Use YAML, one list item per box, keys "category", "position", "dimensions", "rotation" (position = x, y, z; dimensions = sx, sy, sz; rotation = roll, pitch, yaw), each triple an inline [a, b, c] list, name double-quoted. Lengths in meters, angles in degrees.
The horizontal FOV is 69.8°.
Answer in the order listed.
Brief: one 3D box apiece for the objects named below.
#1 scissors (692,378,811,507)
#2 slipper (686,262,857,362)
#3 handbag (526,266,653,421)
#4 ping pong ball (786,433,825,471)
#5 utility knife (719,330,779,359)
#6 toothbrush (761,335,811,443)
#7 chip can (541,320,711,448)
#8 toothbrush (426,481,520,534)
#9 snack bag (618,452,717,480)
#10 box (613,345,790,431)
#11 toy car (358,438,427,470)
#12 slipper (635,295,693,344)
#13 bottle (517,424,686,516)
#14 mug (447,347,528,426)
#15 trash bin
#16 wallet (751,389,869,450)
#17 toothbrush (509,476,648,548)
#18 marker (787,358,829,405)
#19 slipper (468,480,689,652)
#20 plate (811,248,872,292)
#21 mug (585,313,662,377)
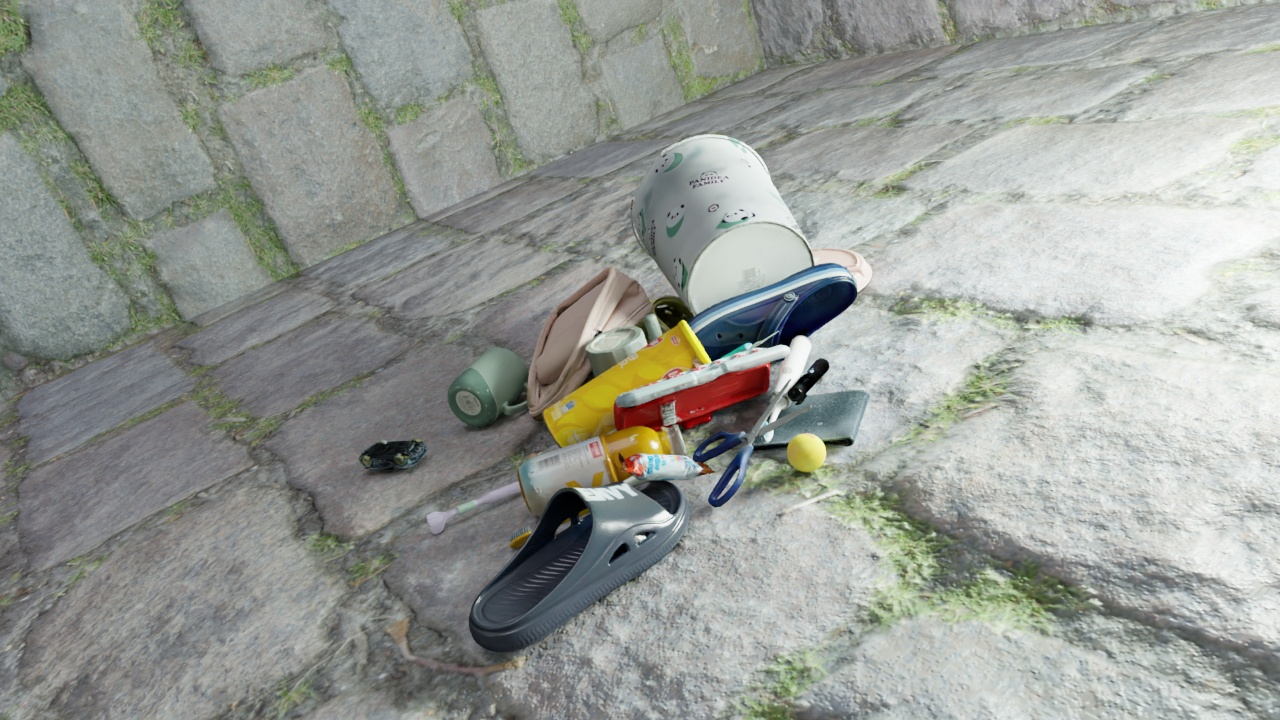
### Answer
- category: "scissors"
  position: [0.113, 0.089, 0.990]
  dimensions: [0.176, 0.012, 0.162]
  rotation: [-25, 29, 47]
- category: "slipper"
  position: [0.175, -0.041, 1.215]
  dimensions: [0.253, 0.105, 0.095]
  rotation: [-24, 49, 1]
- category: "handbag"
  position: [-0.094, -0.010, 1.310]
  dimensions: [0.194, 0.093, 0.233]
  rotation: [-34, 21, 47]
- category: "ping pong ball"
  position: [0.173, 0.096, 0.959]
  dimensions: [0.040, 0.040, 0.040]
  rotation: [-16, 23, 7]
- category: "utility knife"
  position: [0.105, 0.004, 1.154]
  dimensions: [0.192, 0.018, 0.034]
  rotation: [-34, -9, 40]
- category: "toothbrush"
  position: [0.170, 0.033, 1.085]
  dimensions: [0.027, 0.026, 0.220]
  rotation: [-16, 22, 29]
- category: "chip can"
  position: [-0.016, 0.035, 1.138]
  dimensions: [0.213, 0.072, 0.072]
  rotation: [-32, 21, 8]
- category: "toothbrush"
  position: [-0.164, 0.161, 1.105]
  dimensions: [0.189, 0.021, 0.029]
  rotation: [-21, 61, -11]
- category: "snack bag"
  position: [0.026, 0.114, 0.978]
  dimensions: [0.105, 0.026, 0.045]
  rotation: [4, 5, -16]
- category: "box"
  position: [0.067, 0.031, 1.073]
  dimensions: [0.201, 0.060, 0.161]
  rotation: [-18, -20, -12]
- category: "toy car"
  position: [-0.348, 0.134, 1.290]
  dimensions: [0.106, 0.031, 0.048]
  rotation: [-4, 26, 29]
- category: "slipper"
  position: [0.045, -0.061, 1.374]
  dimensions: [0.091, 0.082, 0.191]
  rotation: [-30, 27, -32]
- category: "bottle"
  position: [-0.042, 0.119, 1.038]
  dimensions: [0.189, 0.068, 0.068]
  rotation: [-18, 22, -1]
- category: "mug"
  position: [-0.212, 0.046, 1.340]
  dimensions: [0.112, 0.082, 0.106]
  rotation: [23, 36, 12]
- category: "trash bin"
  position: [0.123, -0.173, 1.334]
  dimensions: [0.229, 0.230, 0.251]
  rotation: [-19, 37, -1]
- category: "wallet"
  position: [0.192, 0.069, 1.039]
  dimensions: [0.121, 0.019, 0.097]
  rotation: [-8, 25, 30]
- category: "toothbrush"
  position: [-0.058, 0.157, 1.006]
  dimensions: [0.191, 0.016, 0.018]
  rotation: [-27, 41, -2]
- category: "marker"
  position: [0.202, 0.024, 1.095]
  dimensions: [0.020, 0.022, 0.131]
  rotation: [-22, 5, 28]
- category: "slipper"
  position: [-0.057, 0.176, 0.896]
  dimensions: [0.267, 0.083, 0.111]
  rotation: [-32, 27, -35]
- category: "plate"
  position: [0.242, -0.123, 1.429]
  dimensions: [0.229, 0.028, 0.229]
  rotation: [-16, 22, 7]
- category: "mug"
  position: [-0.007, 0.007, 1.224]
  dimensions: [0.084, 0.103, 0.123]
  rotation: [6, 34, 45]
